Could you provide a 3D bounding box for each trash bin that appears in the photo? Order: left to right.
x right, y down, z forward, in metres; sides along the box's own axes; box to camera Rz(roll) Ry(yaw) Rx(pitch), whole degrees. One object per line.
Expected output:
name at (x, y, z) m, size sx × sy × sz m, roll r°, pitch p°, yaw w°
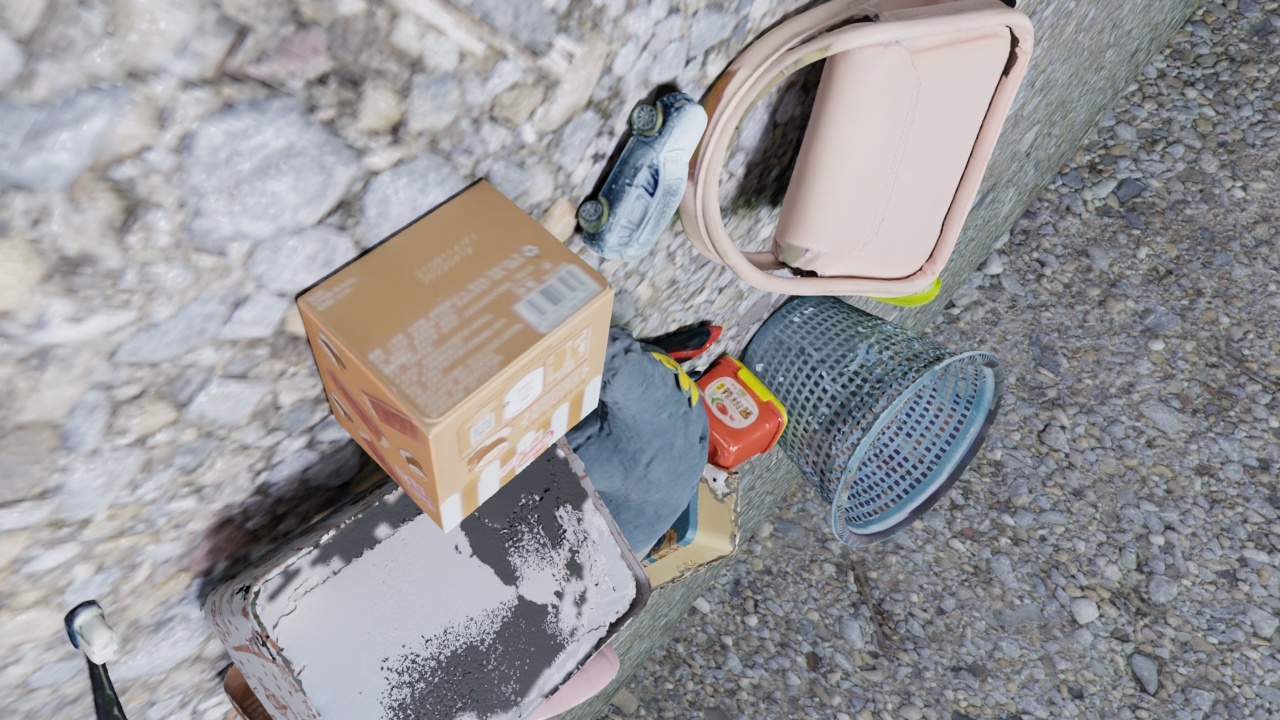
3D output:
trash bin at (0.213, 0.040, 0.928) m, size 0.226 × 0.195 × 0.227 m, roll -24°, pitch 135°, yaw -26°

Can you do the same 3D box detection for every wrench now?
wrench at (-0.004, 0.004, 0.669) m, size 0.272 × 0.016 × 0.056 m, roll -21°, pitch 152°, yaw -57°

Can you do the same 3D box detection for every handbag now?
handbag at (0.117, -0.126, 0.551) m, size 0.233 × 0.093 × 0.194 m, roll -18°, pitch 131°, yaw -38°

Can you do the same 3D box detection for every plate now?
plate at (-0.114, 0.241, 0.726) m, size 0.192 × 0.039 × 0.192 m, roll -10°, pitch 180°, yaw 0°

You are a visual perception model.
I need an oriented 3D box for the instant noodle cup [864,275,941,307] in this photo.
instant noodle cup at (0.260, -0.134, 0.894) m, size 0.111 × 0.112 × 0.124 m, roll -34°, pitch 151°, yaw -40°

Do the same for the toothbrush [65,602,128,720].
toothbrush at (-0.240, 0.159, 0.416) m, size 0.015 × 0.018 × 0.182 m, roll -38°, pitch 162°, yaw -42°

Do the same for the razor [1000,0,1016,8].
razor at (0.234, -0.235, 0.698) m, size 0.167 × 0.062 × 0.068 m, roll -48°, pitch -165°, yaw -22°

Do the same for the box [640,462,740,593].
box at (0.020, 0.163, 0.877) m, size 0.185 × 0.061 × 0.089 m, roll -40°, pitch -143°, yaw 44°

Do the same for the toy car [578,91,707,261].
toy car at (0.003, -0.089, 0.455) m, size 0.042 × 0.034 × 0.091 m, roll -14°, pitch 141°, yaw -57°

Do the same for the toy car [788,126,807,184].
toy car at (0.128, -0.137, 0.660) m, size 0.048 × 0.031 × 0.106 m, roll -35°, pitch 148°, yaw -34°

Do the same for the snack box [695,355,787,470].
snack box at (0.081, 0.056, 0.877) m, size 0.080 × 0.091 × 0.082 m, roll -32°, pitch 157°, yaw -27°

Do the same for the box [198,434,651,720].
box at (-0.119, 0.136, 0.493) m, size 0.181 × 0.153 × 0.178 m, roll -35°, pitch -170°, yaw -39°

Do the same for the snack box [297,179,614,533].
snack box at (-0.073, -0.001, 0.378) m, size 0.092 × 0.077 × 0.095 m, roll -40°, pitch 161°, yaw -27°

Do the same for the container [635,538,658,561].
container at (-0.046, 0.157, 0.781) m, size 0.090 × 0.090 × 0.114 m, roll -51°, pitch 166°, yaw 7°

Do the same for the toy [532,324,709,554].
toy at (-0.019, 0.078, 0.613) m, size 0.137 × 0.091 × 0.357 m, roll -31°, pitch 155°, yaw -35°

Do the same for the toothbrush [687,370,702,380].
toothbrush at (0.003, 0.037, 0.768) m, size 0.189 × 0.014 × 0.016 m, roll -29°, pitch 131°, yaw -50°
